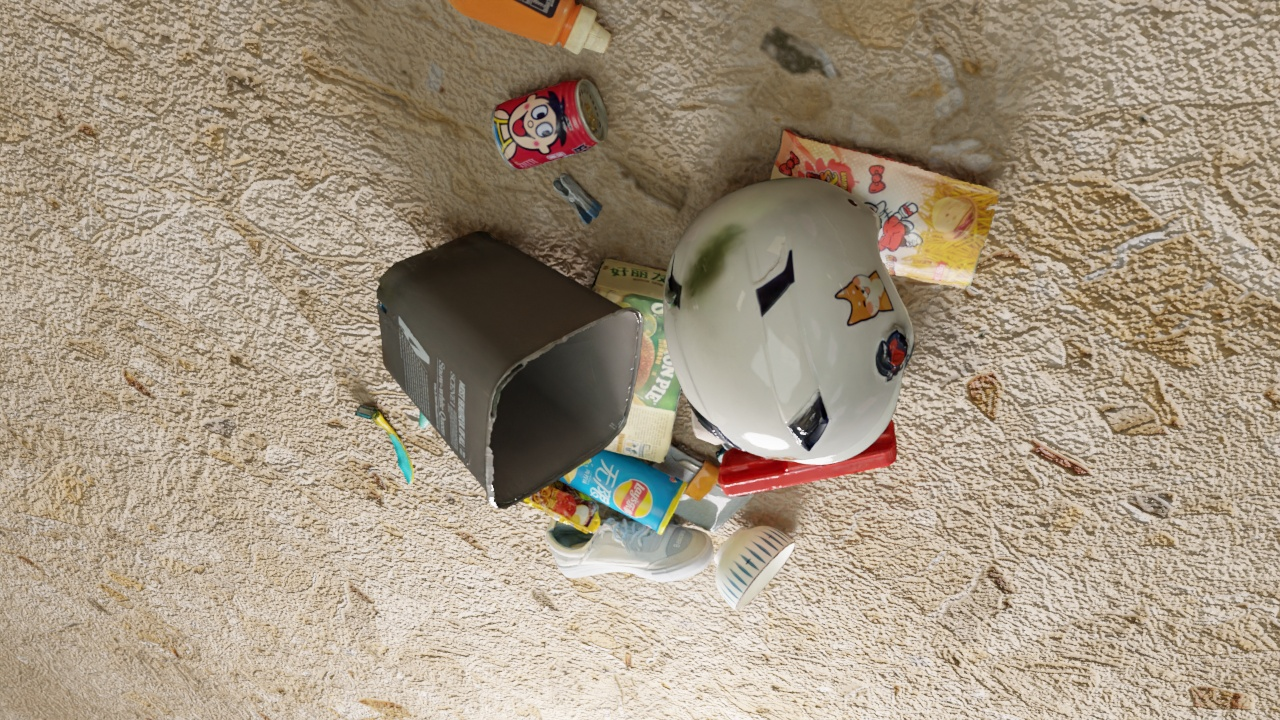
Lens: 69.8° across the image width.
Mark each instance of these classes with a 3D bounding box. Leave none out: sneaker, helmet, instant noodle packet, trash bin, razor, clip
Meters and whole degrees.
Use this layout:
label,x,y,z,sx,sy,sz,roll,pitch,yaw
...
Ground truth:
label,x,y,z,sx,sy,sz,roll,pitch,yaw
sneaker,-0.020,0.236,1.224,0.243,0.089,0.091,-8,122,29
helmet,0.111,-0.030,0.828,0.231,0.156,0.274,-3,93,41
instant noodle packet,-0.104,0.171,1.173,0.110,0.128,0.044,31,91,-9
trash bin,-0.145,-0.005,0.946,0.220,0.198,0.199,37,138,28
razor,-0.337,0.114,1.241,0.043,0.028,0.133,6,131,41
clip,-0.065,-0.167,0.939,0.058,0.025,0.037,44,134,-16

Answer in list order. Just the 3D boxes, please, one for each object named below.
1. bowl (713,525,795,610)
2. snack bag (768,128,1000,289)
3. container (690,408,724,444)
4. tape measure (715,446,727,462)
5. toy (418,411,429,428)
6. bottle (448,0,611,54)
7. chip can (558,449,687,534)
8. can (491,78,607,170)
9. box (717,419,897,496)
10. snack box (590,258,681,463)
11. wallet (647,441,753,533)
label,x,y,z,sx,sy,sz,roll,pitch,yaw
bowl,0.138,0.258,1.186,0.066,0.116,0.117,40,135,23
snack bag,0.220,-0.137,0.869,0.208,0.073,0.129,16,132,11
container,0.119,0.036,0.982,0.111,0.089,0.090,-9,165,21
tape measure,0.127,0.121,1.122,0.058,0.025,0.054,-28,116,33
toy,-0.235,0.060,1.166,0.092,0.030,0.097,21,118,5
bottle,-0.094,-0.312,0.806,0.149,0.066,0.067,23,131,-13
chip can,-0.051,0.134,1.129,0.210,0.071,0.071,27,131,7
can,-0.085,-0.224,0.869,0.094,0.066,0.066,-11,125,23
box,0.174,0.075,1.017,0.201,0.094,0.100,-16,111,20
snack box,-0.006,0.006,1.039,0.114,0.063,0.241,12,130,5
wallet,0.066,0.164,1.167,0.129,0.036,0.107,30,131,-10
